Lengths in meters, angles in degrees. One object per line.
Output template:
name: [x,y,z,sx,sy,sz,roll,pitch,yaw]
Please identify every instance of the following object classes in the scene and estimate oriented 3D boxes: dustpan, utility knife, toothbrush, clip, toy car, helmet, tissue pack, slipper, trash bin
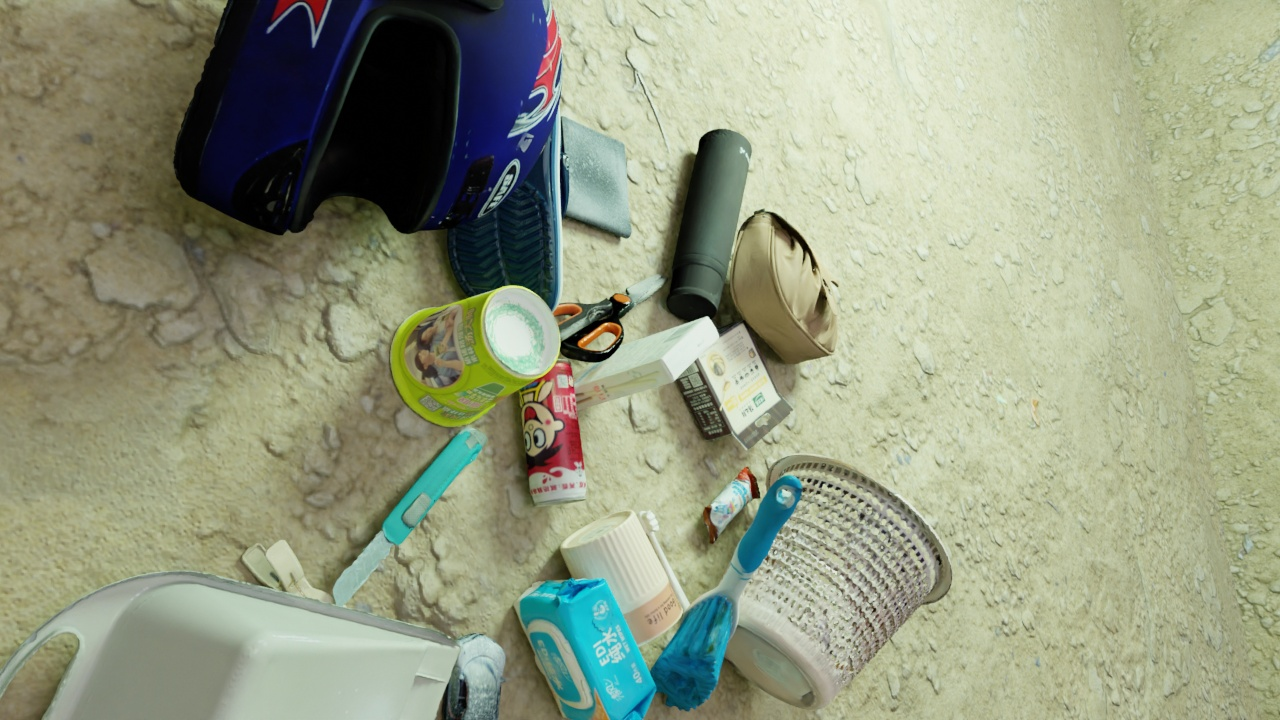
dustpan: [-0.280,0.257,0.615,0.258,0.143,0.222,49,55,-57]
utility knife: [-0.184,0.121,0.756,0.029,0.013,0.218,55,37,-17]
toothbrush: [0.040,0.237,0.952,0.016,0.016,0.180,-29,97,-43]
clip: [-0.250,0.175,0.677,0.034,0.075,0.100,-43,108,-43]
toy car: [-0.137,0.280,0.759,0.049,0.031,0.105,19,63,-39]
helmet: [-0.185,-0.216,0.718,0.240,0.248,0.314,20,55,-17]
tissue pack: [-0.051,0.256,0.805,0.063,0.090,0.140,-26,94,-38]
slipper: [-0.121,-0.157,0.882,0.095,0.105,0.252,19,70,-78]
trash bin: [0.179,0.243,0.961,0.191,0.228,0.227,-46,109,-28]

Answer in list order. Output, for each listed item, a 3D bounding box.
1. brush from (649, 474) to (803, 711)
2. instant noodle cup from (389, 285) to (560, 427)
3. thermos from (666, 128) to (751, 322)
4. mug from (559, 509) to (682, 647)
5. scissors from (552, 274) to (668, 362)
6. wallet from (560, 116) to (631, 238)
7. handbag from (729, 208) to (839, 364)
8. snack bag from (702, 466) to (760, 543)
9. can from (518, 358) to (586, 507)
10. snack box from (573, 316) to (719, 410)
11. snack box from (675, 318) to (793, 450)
brush: [0.072,0.216,0.813,0.060,0.315,0.109,26,54,7]
instant noodle cup: [-0.135,-0.009,0.790,0.111,0.124,0.111,16,66,-40]
thermos: [0.083,-0.157,1.100,0.090,0.068,0.242,63,36,-57]
mug: [-0.015,0.202,0.874,0.106,0.082,0.114,65,18,-4]
scissors: [-0.016,-0.046,0.960,0.234,0.022,0.139,-14,41,-39]
wallet: [-0.051,-0.201,1.012,0.097,0.019,0.120,14,66,-42]
handbag: [0.186,-0.086,1.122,0.204,0.100,0.147,36,48,-53]
snack bag: [0.099,0.160,1.026,0.105,0.026,0.045,-36,122,-44]
can: [-0.083,0.069,0.864,0.053,0.053,0.132,3,75,-43]
snack box: [-0.005,0.005,0.886,0.084,0.157,0.027,-42,106,-42]
snack box: [0.105,0.030,1.057,0.113,0.053,0.125,-32,99,-45]
